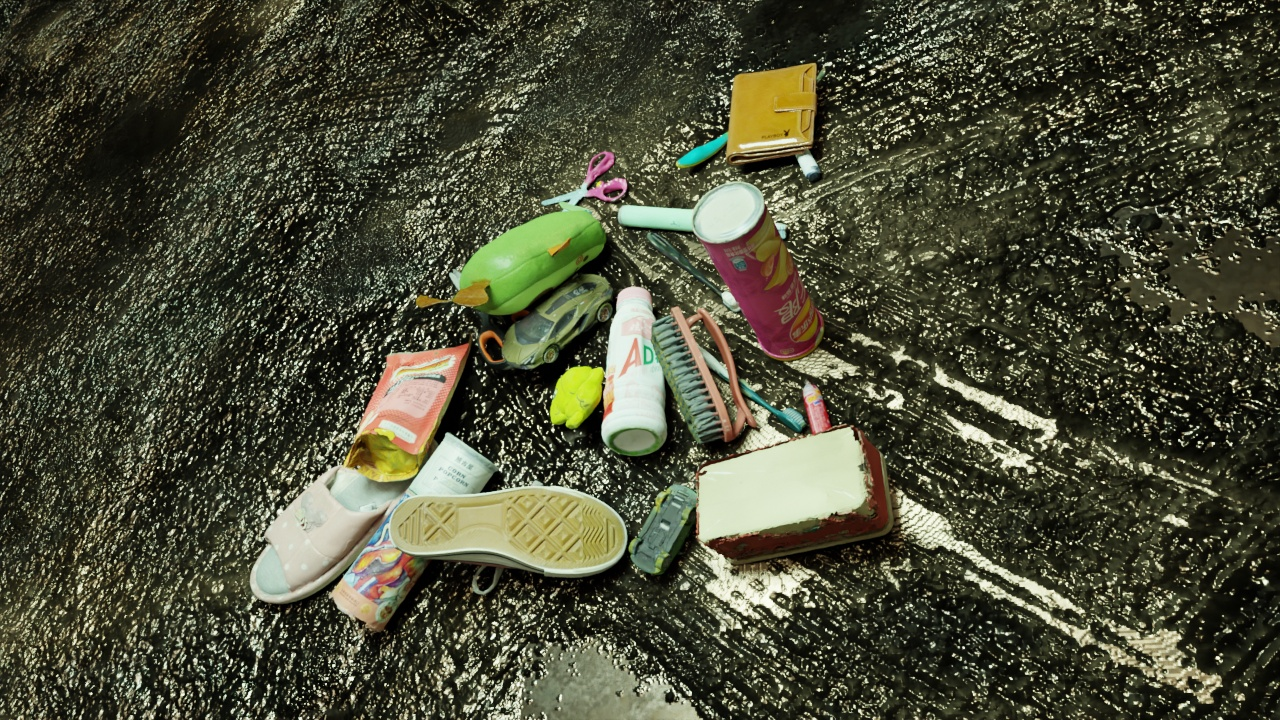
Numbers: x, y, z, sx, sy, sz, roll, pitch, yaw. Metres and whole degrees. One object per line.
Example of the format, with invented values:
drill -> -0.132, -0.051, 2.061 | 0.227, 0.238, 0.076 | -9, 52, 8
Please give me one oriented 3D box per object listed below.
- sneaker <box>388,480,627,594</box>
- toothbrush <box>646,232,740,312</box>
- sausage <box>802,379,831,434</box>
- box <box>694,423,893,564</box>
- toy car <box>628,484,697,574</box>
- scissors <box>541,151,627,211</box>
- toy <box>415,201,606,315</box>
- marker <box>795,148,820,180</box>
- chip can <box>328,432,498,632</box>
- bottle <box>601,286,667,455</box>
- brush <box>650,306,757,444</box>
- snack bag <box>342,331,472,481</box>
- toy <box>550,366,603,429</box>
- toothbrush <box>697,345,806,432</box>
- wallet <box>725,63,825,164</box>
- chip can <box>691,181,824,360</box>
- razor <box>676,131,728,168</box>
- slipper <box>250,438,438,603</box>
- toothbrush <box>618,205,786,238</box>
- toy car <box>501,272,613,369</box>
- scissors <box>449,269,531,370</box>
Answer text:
sneaker -> -0.132, 0.179, 0.944 | 0.241, 0.088, 0.118 | 1, 71, 4
toothbrush -> 0.059, -0.107, 1.070 | 0.015, 0.018, 0.181 | -45, 49, -1
sausage -> 0.178, 0.082, 0.884 | 0.020, 0.020, 0.155 | -19, 54, 16
box -> 0.131, 0.122, 0.827 | 0.169, 0.079, 0.091 | -19, 53, 29
toy car -> 0.027, 0.167, 0.898 | 0.043, 0.036, 0.091 | 23, 72, 35
scissors -> -0.074, -0.230, 1.218 | 0.134, 0.017, 0.125 | -9, 59, 27
toy -> -0.138, -0.114, 1.093 | 0.246, 0.090, 0.227 | -33, 13, -26
marker -> 0.189, -0.262, 1.099 | 0.022, 0.018, 0.130 | -19, 52, 4
chip can -> -0.247, 0.186, 1.005 | 0.071, 0.071, 0.214 | 26, 76, 37
bottle -> -0.006, 0.006, 1.002 | 0.068, 0.068, 0.196 | -15, 50, 19
brush -> 0.066, 0.016, 0.945 | 0.069, 0.063, 0.145 | -21, 70, -7
snack bag -> -0.276, 0.048, 1.096 | 0.129, 0.073, 0.207 | -15, 34, 18
toy -> -0.070, 0.038, 1.010 | 0.097, 0.031, 0.100 | -54, 24, 19
toothbrush -> 0.104, 0.021, 0.965 | 0.018, 0.016, 0.191 | -36, 49, -18
wallet -> 0.165, -0.298, 1.103 | 0.119, 0.035, 0.130 | -6, 59, 24
chip can -> 0.118, -0.081, 0.895 | 0.071, 0.210, 0.071 | -13, 55, 20
razor -> 0.098, -0.279, 1.148 | 0.132, 0.028, 0.043 | -39, 60, -8
slipper -> -0.352, 0.177, 1.077 | 0.274, 0.054, 0.114 | -40, 50, -4
toothbrush -> 0.071, -0.166, 1.093 | 0.225, 0.027, 0.026 | 10, 31, 32
toy car -> -0.097, -0.047, 1.079 | 0.070, 0.042, 0.157 | 27, 59, 37
scissors -> -0.182, -0.069, 1.175 | 0.137, 0.022, 0.234 | -21, 45, 3
